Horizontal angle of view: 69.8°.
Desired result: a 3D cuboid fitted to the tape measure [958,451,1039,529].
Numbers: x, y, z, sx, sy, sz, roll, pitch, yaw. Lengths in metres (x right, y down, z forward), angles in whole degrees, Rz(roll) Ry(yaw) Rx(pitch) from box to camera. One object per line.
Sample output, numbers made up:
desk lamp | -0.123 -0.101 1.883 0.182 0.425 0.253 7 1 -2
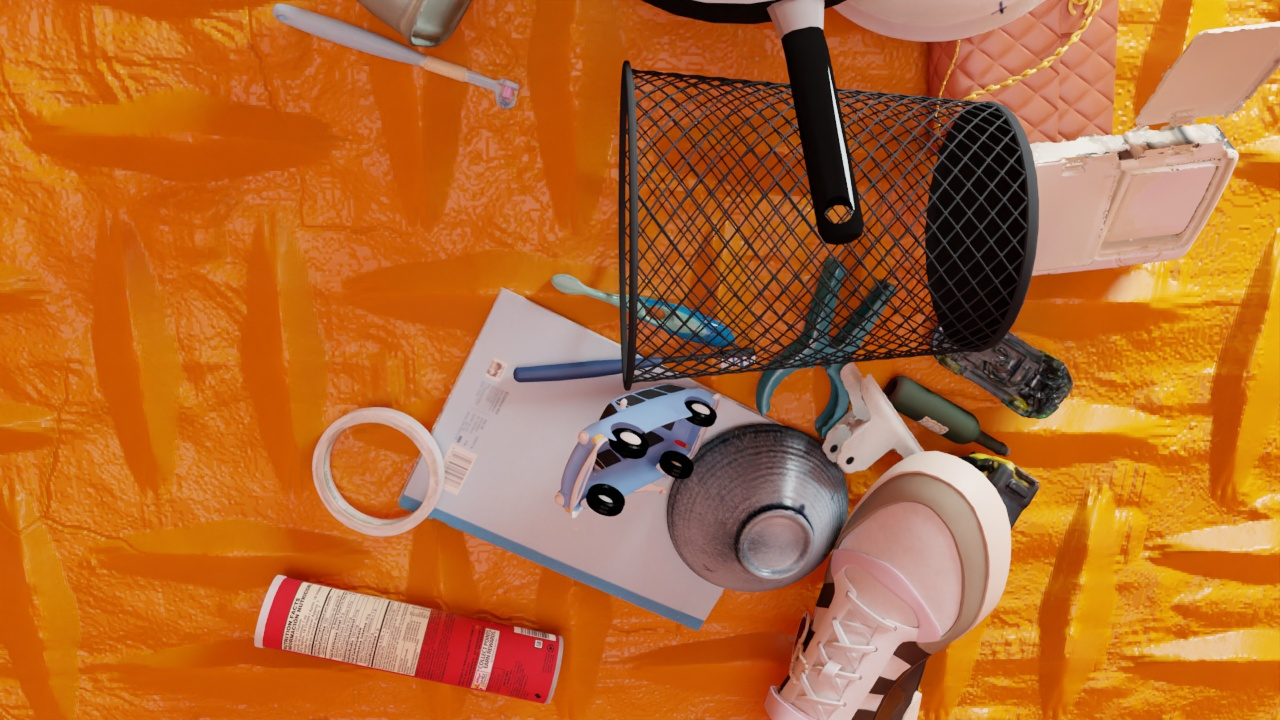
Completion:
tape measure | 0.239 0.101 0.656 0.042 0.072 0.071 28 93 -15

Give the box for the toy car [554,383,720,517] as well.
toy car | -0.002 0.052 0.589 0.055 0.153 0.056 33 116 24

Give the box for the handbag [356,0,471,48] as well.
handbag | -0.120 -0.237 0.506 0.067 0.121 0.106 34 105 -11

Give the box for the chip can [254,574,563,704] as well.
chip can | -0.167 0.207 0.679 0.214 0.051 0.052 14 106 -8

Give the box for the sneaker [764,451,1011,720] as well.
sneaker | 0.147 0.196 0.633 0.116 0.112 0.294 -16 132 -44

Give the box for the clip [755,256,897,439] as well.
clip | 0.144 0.002 0.646 0.120 0.030 0.130 38 100 -12

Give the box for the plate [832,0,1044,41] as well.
plate | 0.172 -0.276 0.515 0.182 0.034 0.182 1 93 17

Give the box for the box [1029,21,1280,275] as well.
box | 0.292 -0.123 0.556 0.143 0.044 0.185 -7 140 0

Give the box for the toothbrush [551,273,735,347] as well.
toothbrush | 0.003 -0.035 0.632 0.135 0.017 0.022 18 105 -11

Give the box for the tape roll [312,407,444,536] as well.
tape roll | -0.185 0.079 0.649 0.093 0.013 0.093 1 102 6

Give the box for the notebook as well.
notebook | -0.025 0.081 0.668 0.253 0.009 0.181 26 104 -11

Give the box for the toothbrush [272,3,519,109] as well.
toothbrush | -0.152 -0.191 0.572 0.155 0.016 0.022 18 143 -9

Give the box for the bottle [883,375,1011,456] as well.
bottle | 0.223 0.044 0.661 0.106 0.025 0.025 28 104 -11

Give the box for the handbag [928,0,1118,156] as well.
handbag | 0.232 -0.218 0.564 0.109 0.060 0.172 -6 108 3

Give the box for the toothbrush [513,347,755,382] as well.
toothbrush | -0.004 0.004 0.632 0.167 0.014 0.014 -6 95 -1

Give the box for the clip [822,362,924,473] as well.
clip | 0.155 0.048 0.651 0.060 0.052 0.102 -33 123 14

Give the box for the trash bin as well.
trash bin | 0.095 -0.076 0.531 0.210 0.184 0.184 0 107 -3

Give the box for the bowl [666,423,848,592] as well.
bowl | 0.090 0.118 0.652 0.137 0.057 0.137 -2 108 -5

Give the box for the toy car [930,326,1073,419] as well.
toy car | 0.252 0.000 0.645 0.105 0.032 0.048 30 104 -6

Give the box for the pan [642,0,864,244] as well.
pan | 0.072 -0.219 0.471 0.225 0.034 0.356 -10 74 10
